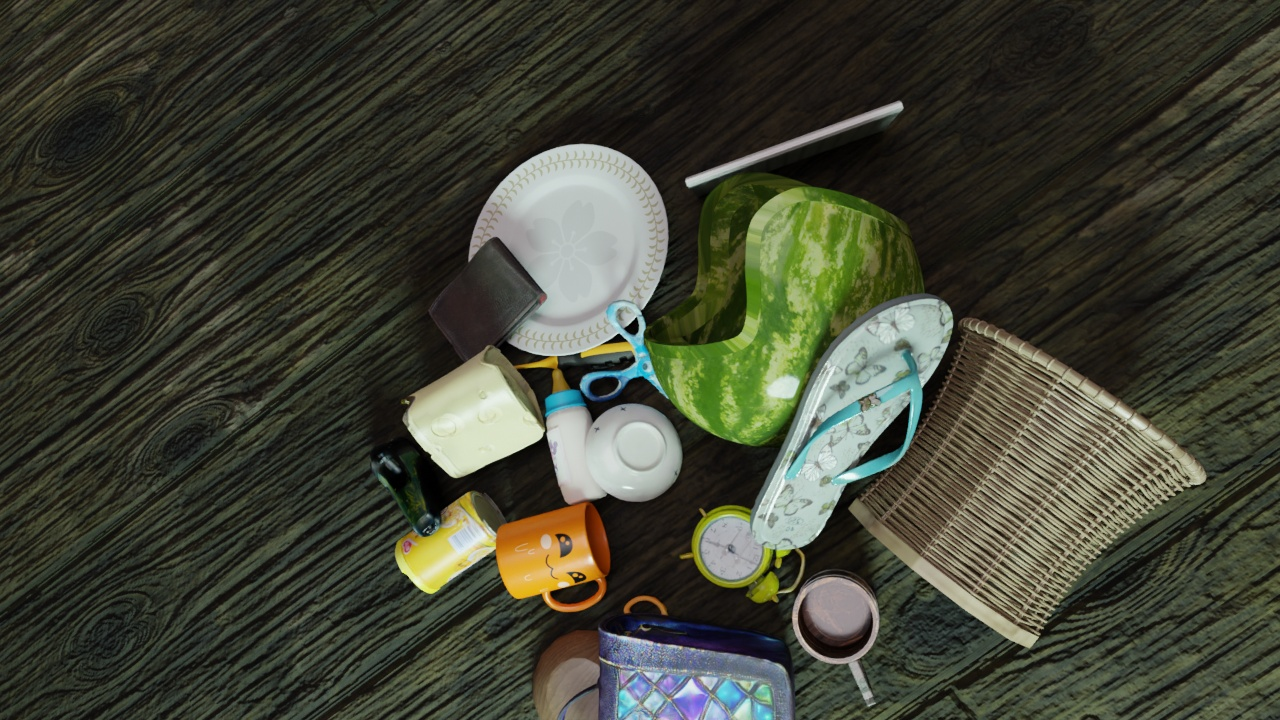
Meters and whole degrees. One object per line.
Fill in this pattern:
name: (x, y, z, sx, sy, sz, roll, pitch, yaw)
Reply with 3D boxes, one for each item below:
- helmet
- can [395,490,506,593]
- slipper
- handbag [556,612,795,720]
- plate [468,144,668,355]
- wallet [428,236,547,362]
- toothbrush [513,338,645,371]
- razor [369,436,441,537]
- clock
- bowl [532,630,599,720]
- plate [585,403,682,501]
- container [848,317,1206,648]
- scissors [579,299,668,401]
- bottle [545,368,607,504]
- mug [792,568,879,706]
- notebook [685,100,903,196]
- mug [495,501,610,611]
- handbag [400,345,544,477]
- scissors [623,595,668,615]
helmet: (0.139, -0.036, 0.853, 0.243, 0.213, 0.247, 21, 101, -17)
can: (-0.199, 0.192, 0.972, 0.105, 0.067, 0.067, -35, 74, 5)
slipper: (0.169, 0.064, 0.761, 0.098, 0.054, 0.269, 18, 117, -22)
handbag: (0.031, 0.350, 0.852, 0.222, 0.125, 0.204, 0, 85, 10)
plate: (-0.081, -0.122, 1.016, 0.243, 0.016, 0.242, -5, 77, 21)
wallet: (-0.170, -0.063, 1.014, 0.120, 0.031, 0.099, -45, 64, 10)
toothbrush: (-0.084, 0.000, 1.001, 0.197, 0.031, 0.030, -9, 69, 16)
razor: (-0.250, 0.134, 0.976, 0.054, 0.067, 0.151, -47, 36, 0)
clock: (0.104, 0.189, 0.908, 0.119, 0.057, 0.083, 19, 84, 9)
bowl: (-0.059, 0.336, 0.932, 0.118, 0.030, 0.117, -2, 80, 13)
plate: (-0.004, 0.091, 0.943, 0.104, 0.026, 0.104, 4, 71, -13)
container: (0.316, 0.107, 0.793, 0.227, 0.226, 0.196, 38, 97, 16)
scissors: (-0.007, 0.007, 0.966, 0.138, 0.011, 0.134, -39, 100, 14)
bottle: (-0.073, 0.078, 0.971, 0.051, 0.051, 0.146, -17, 77, 10)
mug: (0.189, 0.252, 0.849, 0.080, 0.107, 0.115, -25, 75, 8)
notebook: (0.151, -0.209, 0.924, 0.210, 0.142, 0.009, -18, 93, 9)
mug: (-0.083, 0.210, 0.945, 0.096, 0.077, 0.113, -17, 108, 10)
handbag: (-0.178, 0.055, 0.966, 0.119, 0.111, 0.081, -27, 48, 6)
scissors: (0.037, 0.286, 0.928, 0.128, 0.013, 0.064, 21, 86, 16)
